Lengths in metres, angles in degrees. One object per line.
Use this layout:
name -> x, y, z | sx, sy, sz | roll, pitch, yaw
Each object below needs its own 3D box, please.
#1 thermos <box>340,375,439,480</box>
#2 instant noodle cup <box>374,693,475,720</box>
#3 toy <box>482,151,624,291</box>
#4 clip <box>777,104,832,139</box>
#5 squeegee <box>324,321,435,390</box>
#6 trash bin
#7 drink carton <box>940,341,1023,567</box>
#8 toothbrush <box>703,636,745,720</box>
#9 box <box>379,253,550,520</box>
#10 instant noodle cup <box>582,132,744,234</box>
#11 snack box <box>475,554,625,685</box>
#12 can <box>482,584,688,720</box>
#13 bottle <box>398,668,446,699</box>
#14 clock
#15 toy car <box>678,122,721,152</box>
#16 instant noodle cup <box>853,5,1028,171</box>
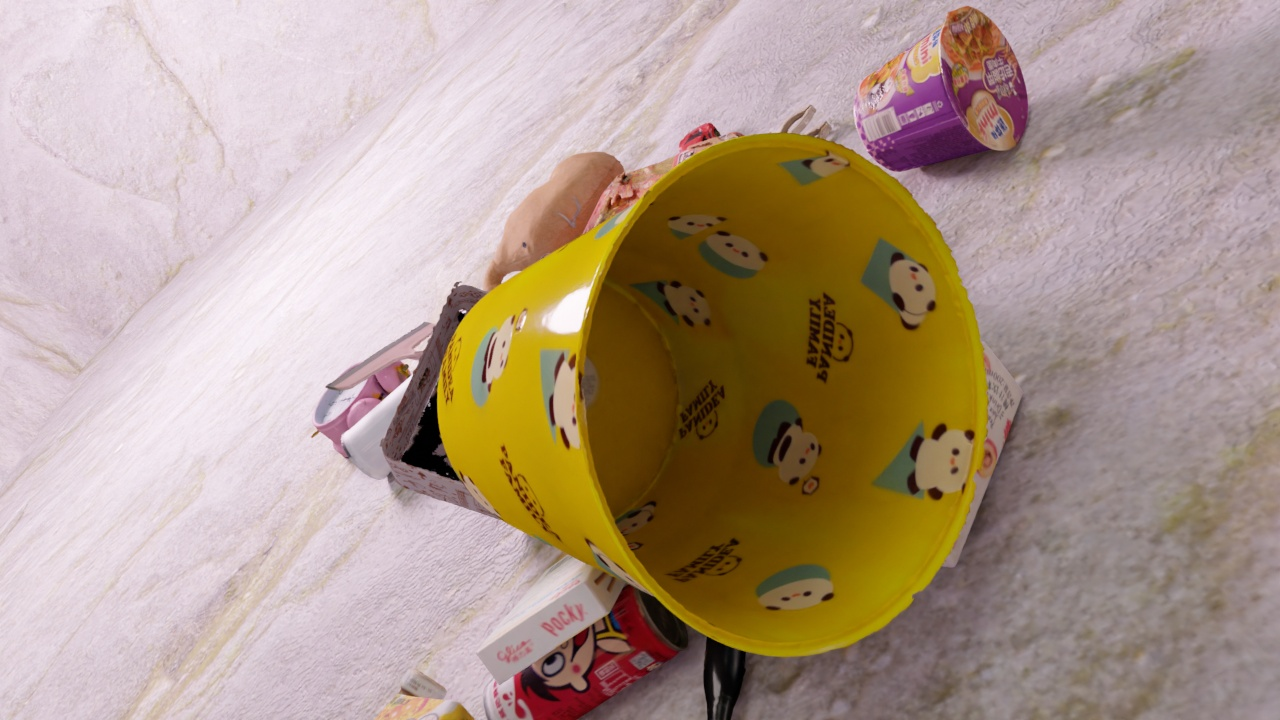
thermos -> -0.218, 0.036, 0.995 | 0.224, 0.073, 0.073 | -40, 31, 7
instant noodle cup -> -0.148, 0.286, 0.574 | 0.116, 0.116, 0.123 | -13, 30, 41
toy -> -0.108, -0.161, 1.081 | 0.225, 0.082, 0.144 | -48, 18, -17
clip -> 0.141, -0.207, 0.904 | 0.097, 0.034, 0.061 | -43, 30, 19
squeegee -> -0.199, -0.032, 1.070 | 0.250, 0.040, 0.247 | -19, 13, 20
trash bin -> 0.014, 0.021, 0.512 | 0.229, 0.229, 0.256 | -56, 22, -20
drink carton -> 0.171, 0.052, 0.527 | 0.046, 0.053, 0.122 | -3, 49, 53
toothbrush -> 0.050, 0.183, 0.540 | 0.026, 0.027, 0.212 | 103, 179, -47
box -> -0.115, 0.019, 0.741 | 0.193, 0.156, 0.182 | 96, -169, -64
instant noodle cup -> 0.023, -0.130, 0.899 | 0.189, 0.079, 0.164 | -11, 43, 41
snack box -> -0.045, 0.152, 0.612 | 0.085, 0.027, 0.156 | -36, -1, 12
can -> -0.037, 0.197, 0.595 | 0.133, 0.053, 0.053 | -36, 31, 12
bottle -> -0.209, 0.317, 0.648 | 0.060, 0.060, 0.205 | 2, 53, 51
clock -> -0.331, 0.053, 1.112 | 0.159, 0.060, 0.117 | -12, 43, 39
toy car -> 0.064, -0.225, 1.015 | 0.049, 0.031, 0.106 | -27, 37, 28
instant noodle cup -> 0.232, -0.204, 0.725 | 0.099, 0.111, 0.111 | -15, 40, 54
